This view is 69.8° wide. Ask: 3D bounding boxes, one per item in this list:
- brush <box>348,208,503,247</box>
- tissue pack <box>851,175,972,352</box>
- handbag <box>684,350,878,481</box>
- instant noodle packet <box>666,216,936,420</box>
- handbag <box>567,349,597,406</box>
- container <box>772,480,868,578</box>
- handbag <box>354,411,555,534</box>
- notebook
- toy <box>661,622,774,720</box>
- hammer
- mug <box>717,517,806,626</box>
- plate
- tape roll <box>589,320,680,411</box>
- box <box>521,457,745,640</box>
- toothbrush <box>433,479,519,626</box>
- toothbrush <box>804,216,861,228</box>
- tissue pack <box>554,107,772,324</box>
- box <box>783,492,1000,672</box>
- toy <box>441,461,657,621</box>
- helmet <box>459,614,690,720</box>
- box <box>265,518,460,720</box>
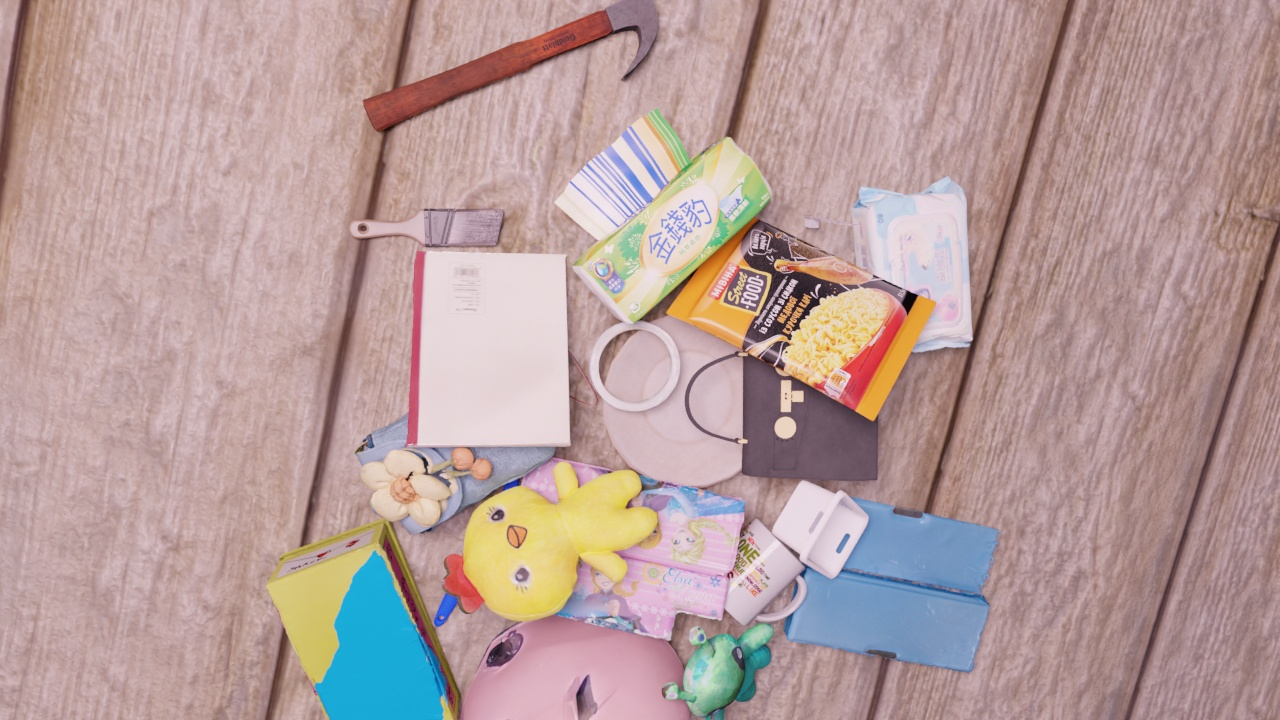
[{"bbox_3d":[-0.212,-0.132,0.914,0.151,0.012,0.039,-1,99,-9],"label":"brush"},{"bbox_3d":[0.288,-0.099,0.968,0.112,0.070,0.182,-7,99,-7],"label":"tissue pack"},{"bbox_3d":[0.139,0.035,0.944,0.195,0.072,0.176,-1,93,-15],"label":"handbag"},{"bbox_3d":[0.160,-0.051,0.901,0.221,0.032,0.159,28,60,14],"label":"instant noodle packet"},{"bbox_3d":[-0.088,0.004,0.930,0.119,0.029,0.055,45,92,4],"label":"handbag"},{"bbox_3d":[0.187,0.174,0.960,0.049,0.129,0.080,29,84,33],"label":"container"},{"bbox_3d":[-0.178,0.090,0.899,0.192,0.118,0.122,-28,100,0],"label":"handbag"},{"bbox_3d":[-0.145,-0.015,0.886,0.153,0.012,0.208,0,64,-8],"label":"notebook"},{"bbox_3d":[0.085,0.326,0.963,0.072,0.193,0.130,24,85,32],"label":"toy"},{"bbox_3d":[-0.125,-0.294,0.896,0.300,0.028,0.111,-23,100,-5],"label":"hammer"},{"bbox_3d":[0.130,0.237,0.991,0.089,0.073,0.105,-44,102,-1],"label":"mug"},{"bbox_3d":[0.053,0.040,0.973,0.188,0.027,0.189,-1,99,-9],"label":"plate"},{"bbox_3d":[-0.006,0.005,0.936,0.093,0.013,0.093,-1,99,-9],"label":"tape roll"},{"bbox_3d":[-0.019,0.196,0.940,0.230,0.035,0.159,11,82,5],"label":"box"},{"bbox_3d":[-0.174,0.203,0.971,0.016,0.018,0.182,28,96,-12],"label":"toothbrush"},{"bbox_3d":[0.185,-0.131,0.890,0.010,0.181,0.010,-2,101,-4],"label":"toothbrush"},{"bbox_3d":[0.009,-0.151,0.899,0.197,0.120,0.141,-43,101,-8],"label":"tissue pack"},{"bbox_3d":[0.290,0.253,1.041,0.231,0.033,0.174,12,96,-10],"label":"box"},{"bbox_3d":[-0.086,0.176,0.887,0.207,0.092,0.133,-28,60,0],"label":"toy"},{"bbox_3d":[-0.067,0.391,0.952,0.255,0.152,0.230,-25,105,1],"label":"helmet"},{"bbox_3d":[-0.277,0.288,0.936,0.124,0.081,0.221,-22,104,-4],"label":"box"}]
